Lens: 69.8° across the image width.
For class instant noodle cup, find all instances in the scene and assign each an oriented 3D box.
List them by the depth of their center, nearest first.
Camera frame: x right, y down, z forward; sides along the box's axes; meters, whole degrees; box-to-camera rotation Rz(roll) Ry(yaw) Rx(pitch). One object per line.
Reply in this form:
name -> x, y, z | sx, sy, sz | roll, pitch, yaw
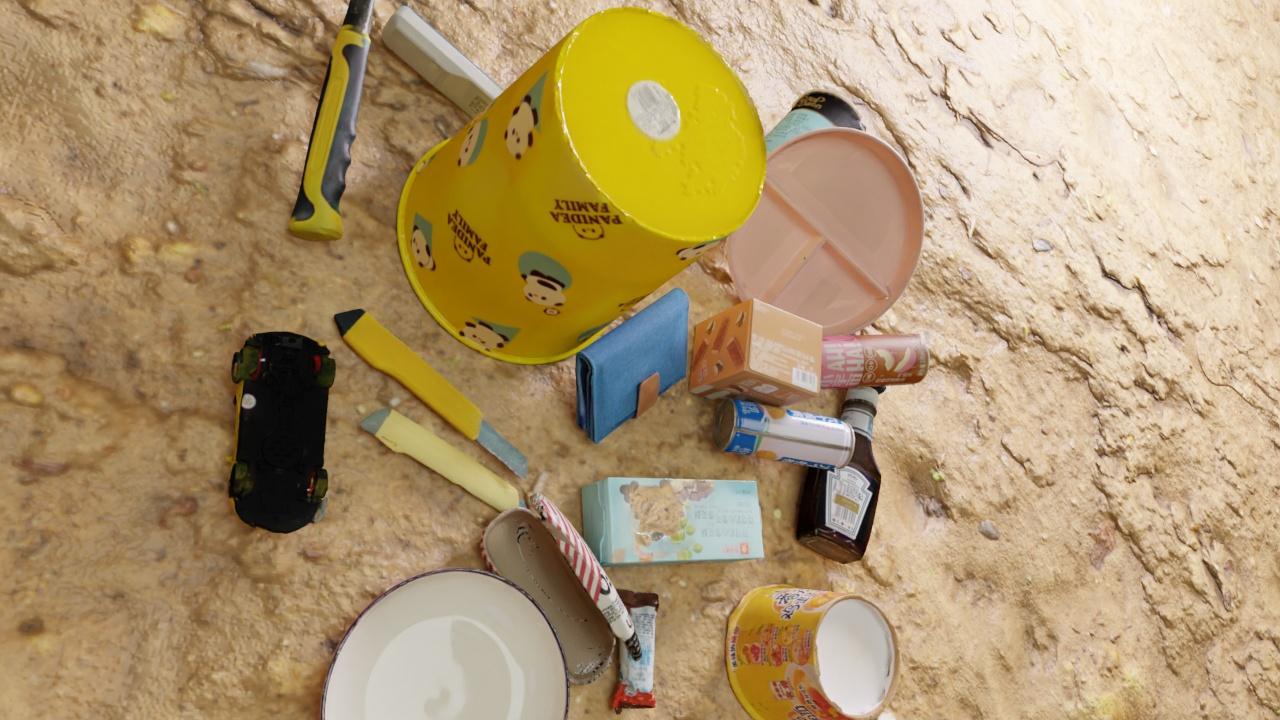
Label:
instant noodle cup -> 0.166, 0.276, 0.858 | 0.138, 0.110, 0.138 | 10, 71, -30
instant noodle cup -> 0.178, -0.228, 1.031 | 0.120, 0.111, 0.111 | -42, 100, -26

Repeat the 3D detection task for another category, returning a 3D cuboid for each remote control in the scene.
remote control -> -0.178, -0.264, 0.833 | 0.125, 0.049, 0.024 | 38, 61, -18

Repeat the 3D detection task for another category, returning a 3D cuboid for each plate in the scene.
plate -> -0.147, 0.256, 0.696 | 0.192, 0.039, 0.192 | 9, 73, -29
plate -> 0.197, -0.133, 0.986 | 0.229, 0.028, 0.230 | -4, 108, -13

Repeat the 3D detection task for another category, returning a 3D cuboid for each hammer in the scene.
hammer -> -0.246, -0.256, 0.772 | 0.126, 0.032, 0.323 | 6, 77, 9

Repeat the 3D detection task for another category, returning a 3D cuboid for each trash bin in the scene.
trash bin -> -0.048, -0.137, 0.753 | 0.229, 0.256, 0.229 | 10, 71, -31

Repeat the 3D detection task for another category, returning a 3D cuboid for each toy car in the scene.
toy car -> -0.268, 0.051, 0.681 | 0.071, 0.041, 0.155 | 7, 71, -32

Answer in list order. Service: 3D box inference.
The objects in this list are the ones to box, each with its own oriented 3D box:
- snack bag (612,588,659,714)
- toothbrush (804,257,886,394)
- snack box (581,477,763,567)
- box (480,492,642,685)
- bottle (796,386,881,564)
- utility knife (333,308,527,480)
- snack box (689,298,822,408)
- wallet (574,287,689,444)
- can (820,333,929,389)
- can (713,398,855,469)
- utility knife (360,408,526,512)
snack bag -> -0.004, 0.255, 0.803 | 0.045, 0.026, 0.105 | 10, 69, -21
toothbrush -> 0.217, -0.053, 1.046 | 0.212, 0.027, 0.026 | 60, 10, -3
snack box -> 0.031, 0.149, 0.843 | 0.174, 0.052, 0.074 | 6, 72, -32
box -> -0.069, 0.194, 0.761 | 0.088, 0.076, 0.162 | -34, 97, -3
bottle -> 0.221, 0.116, 0.984 | 0.080, 0.044, 0.194 | 27, 60, -13
utility knife -> -0.171, 0.030, 0.766 | 0.209, 0.015, 0.033 | 43, 56, -12
snack box -> 0.115, -0.002, 0.918 | 0.092, 0.095, 0.077 | 19, 66, -28
wallet -> -0.005, 0.005, 0.843 | 0.040, 0.106, 0.132 | 31, 49, 30
can -> 0.238, 0.001, 1.000 | 0.147, 0.058, 0.058 | -2, 76, -17
can -> 0.144, 0.075, 0.922 | 0.134, 0.053, 0.053 | 11, 69, -16
utility knife -> -0.155, 0.088, 0.760 | 0.167, 0.018, 0.030 | 35, 63, -18
